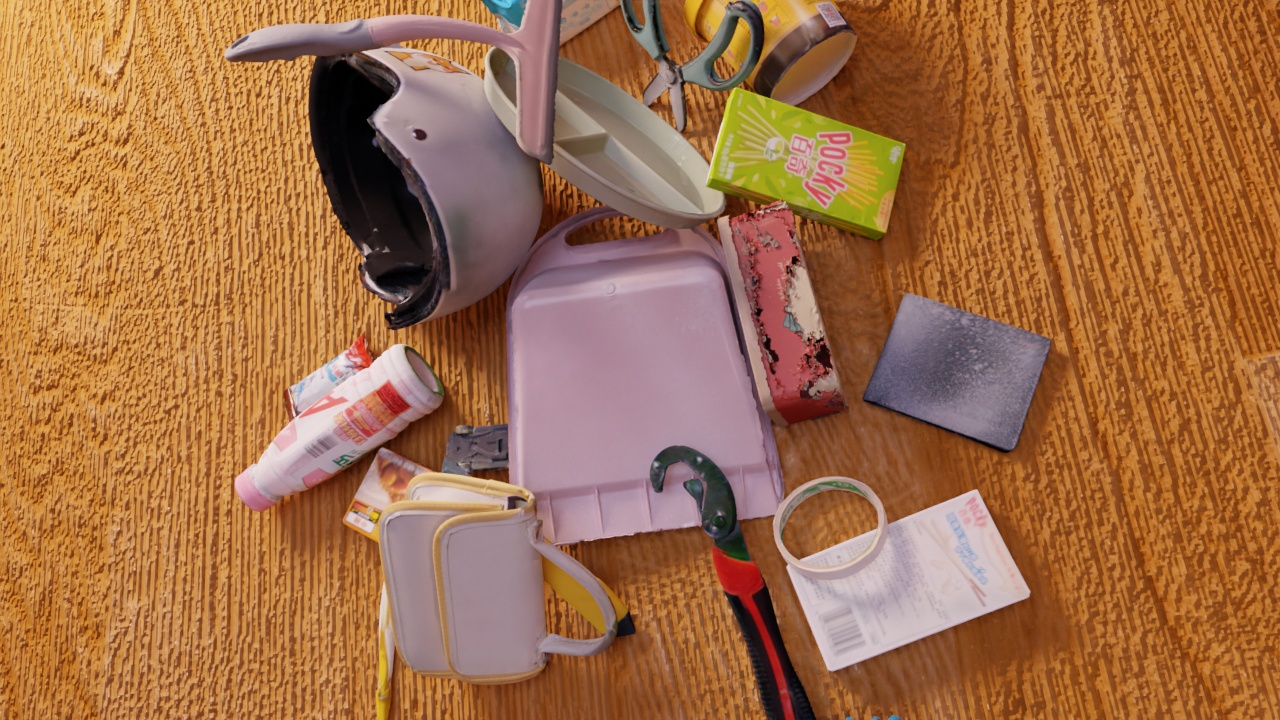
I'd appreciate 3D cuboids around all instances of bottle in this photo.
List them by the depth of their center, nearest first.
[{"bbox_3d":[-0.271,0.065,0.820,0.197,0.068,0.068,-35,69,5],"label":"bottle"}]

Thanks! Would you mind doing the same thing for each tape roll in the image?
[{"bbox_3d":[0.145,0.127,0.702,0.086,0.014,0.085,-16,42,15],"label":"tape roll"}]

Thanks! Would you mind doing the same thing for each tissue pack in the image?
[{"bbox_3d":[-0.082,-0.362,0.881,0.140,0.090,0.063,-33,69,3],"label":"tissue pack"}]

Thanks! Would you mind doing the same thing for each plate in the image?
[{"bbox_3d":[-0.029,-0.184,0.761,0.230,0.229,0.028,50,120,21],"label":"plate"}]

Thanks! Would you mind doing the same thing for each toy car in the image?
[{"bbox_3d":[-0.124,0.076,0.794,0.091,0.034,0.043,-7,75,11],"label":"toy car"}]

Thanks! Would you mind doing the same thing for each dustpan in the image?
[{"bbox_3d":[-0.005,0.005,0.782,0.222,0.138,0.273,-5,101,1],"label":"dustpan"}]

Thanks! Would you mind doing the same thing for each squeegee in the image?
[{"bbox_3d":[-0.184,-0.235,0.677,0.249,0.040,0.247,0,50,-2],"label":"squeegee"}]

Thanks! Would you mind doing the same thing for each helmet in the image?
[{"bbox_3d":[-0.175,-0.162,0.795,0.156,0.230,0.274,-15,37,-26],"label":"helmet"}]

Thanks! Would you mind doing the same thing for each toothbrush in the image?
[{"bbox_3d":[-0.217,0.274,0.769,0.016,0.018,0.191,-3,73,11],"label":"toothbrush"}]

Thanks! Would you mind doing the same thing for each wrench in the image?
[{"bbox_3d":[0.080,0.189,0.697,0.056,0.016,0.273,-24,81,4],"label":"wrench"}]

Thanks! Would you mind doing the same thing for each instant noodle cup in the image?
[{"bbox_3d":[0.118,-0.293,0.801,0.118,0.118,0.114,-35,76,2],"label":"instant noodle cup"}]

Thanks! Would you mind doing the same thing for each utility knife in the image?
[{"bbox_3d":[-0.082,0.148,0.730,0.209,0.015,0.033,44,105,-5],"label":"utility knife"}]

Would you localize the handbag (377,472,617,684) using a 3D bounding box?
[{"bbox_3d":[-0.107,0.177,0.707,0.179,0.063,0.163,4,113,12],"label":"handbag"}]

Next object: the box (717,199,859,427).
[{"bbox_3d":[0.122,-0.039,0.735,0.076,0.091,0.168,-17,71,13],"label":"box"}]

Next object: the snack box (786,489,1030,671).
[{"bbox_3d":[0.198,0.166,0.691,0.157,0.027,0.084,-23,70,7],"label":"snack box"}]

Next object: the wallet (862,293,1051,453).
[{"bbox_3d":[0.251,0.009,0.729,0.121,0.019,0.097,21,82,17],"label":"wallet"}]

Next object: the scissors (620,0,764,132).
[{"bbox_3d":[0.044,-0.279,0.790,0.181,0.170,0.019,15,39,42],"label":"scissors"}]

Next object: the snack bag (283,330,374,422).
[{"bbox_3d":[-0.291,0.018,0.859,0.104,0.026,0.048,-32,57,3],"label":"snack bag"}]

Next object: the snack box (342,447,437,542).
[{"bbox_3d":[-0.177,0.139,0.794,0.154,0.026,0.075,22,81,19],"label":"snack box"}]

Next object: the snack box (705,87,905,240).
[{"bbox_3d":[0.140,-0.164,0.772,0.156,0.026,0.085,17,79,-5],"label":"snack box"}]

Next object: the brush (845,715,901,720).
[{"bbox_3d":[0.202,0.288,0.635,0.315,0.060,0.109,-25,106,9],"label":"brush"}]
